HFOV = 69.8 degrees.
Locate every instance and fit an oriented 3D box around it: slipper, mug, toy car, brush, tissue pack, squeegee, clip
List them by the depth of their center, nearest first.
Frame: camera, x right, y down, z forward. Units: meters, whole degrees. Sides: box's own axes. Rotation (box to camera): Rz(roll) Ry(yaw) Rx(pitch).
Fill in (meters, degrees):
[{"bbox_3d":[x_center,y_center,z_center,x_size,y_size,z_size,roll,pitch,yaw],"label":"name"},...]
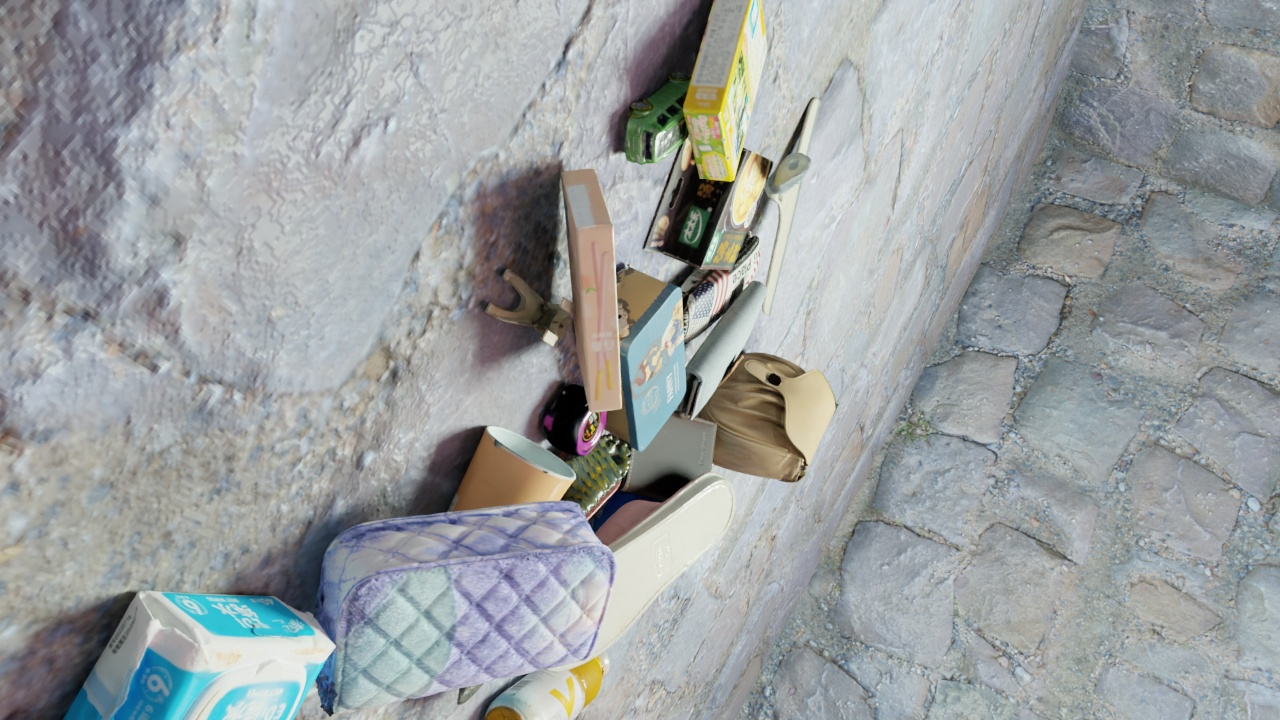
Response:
[{"bbox_3d":[-0.236,0.180,0.498,0.090,0.063,0.140,-61,158,-6],"label":"tissue pack"},{"bbox_3d":[-0.062,-0.027,0.655,0.103,0.092,0.035,34,82,-57],"label":"clip"},{"bbox_3d":[-0.113,0.121,0.699,0.123,0.078,0.078,-59,158,2],"label":"mug"},{"bbox_3d":[0.020,-0.185,0.706,0.091,0.036,0.043,-52,154,-36],"label":"toy car"},{"bbox_3d":[-0.066,0.118,0.821,0.069,0.063,0.145,-42,178,43],"label":"brush"},{"bbox_3d":[-0.010,0.198,0.907,0.273,0.054,0.114,-35,128,-30],"label":"slipper"},{"bbox_3d":[0.143,-0.172,0.911,0.246,0.039,0.246,-10,113,-83],"label":"squeegee"}]

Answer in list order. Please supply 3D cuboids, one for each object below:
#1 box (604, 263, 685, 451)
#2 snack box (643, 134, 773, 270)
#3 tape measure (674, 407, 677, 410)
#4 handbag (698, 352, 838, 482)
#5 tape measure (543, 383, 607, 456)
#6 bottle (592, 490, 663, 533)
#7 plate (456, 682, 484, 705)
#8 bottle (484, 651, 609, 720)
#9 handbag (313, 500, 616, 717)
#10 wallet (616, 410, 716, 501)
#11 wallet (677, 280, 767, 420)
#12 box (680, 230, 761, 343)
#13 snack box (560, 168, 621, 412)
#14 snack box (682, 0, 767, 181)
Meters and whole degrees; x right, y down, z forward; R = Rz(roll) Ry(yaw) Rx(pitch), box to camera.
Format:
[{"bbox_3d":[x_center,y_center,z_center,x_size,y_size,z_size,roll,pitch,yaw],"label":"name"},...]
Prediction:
[{"bbox_3d":[-0.005,0.005,0.825,0.089,0.060,0.184,-52,153,-26],"label":"box"},{"bbox_3d":[0.066,-0.143,0.841,0.125,0.053,0.113,-17,129,-68],"label":"snack box"},{"bbox_3d":[0.036,0.031,0.986,0.054,0.025,0.058,-59,158,-8],"label":"tape measure"},{"bbox_3d":[0.154,0.060,1.110,0.203,0.148,0.100,-47,156,-56],"label":"handbag"},{"bbox_3d":[-0.057,0.051,0.788,0.058,0.039,0.057,-68,158,-4],"label":"tape measure"},{"bbox_3d":[-0.001,0.152,0.986,0.218,0.065,0.065,-51,154,-28],"label":"bottle"},{"bbox_3d":[-0.115,0.228,0.832,0.179,0.024,0.179,-54,170,-14],"label":"plate"},{"bbox_3d":[-0.094,0.366,1.005,0.189,0.068,0.068,-13,126,-62],"label":"bottle"},{"bbox_3d":[-0.119,0.166,0.628,0.193,0.075,0.134,-1,119,-30],"label":"handbag"},{"bbox_3d":[0.030,0.100,0.958,0.122,0.020,0.096,19,77,-39],"label":"wallet"},{"bbox_3d":[0.086,-0.007,0.950,0.129,0.037,0.107,-53,166,-25],"label":"wallet"},{"bbox_3d":[0.073,-0.079,0.938,0.163,0.057,0.071,-45,136,-42],"label":"box"},{"bbox_3d":[-0.034,-0.048,0.658,0.084,0.026,0.157,-106,-169,-51],"label":"snack box"},{"bbox_3d":[0.070,-0.224,0.725,0.087,0.034,0.140,63,37,-63],"label":"snack box"}]
